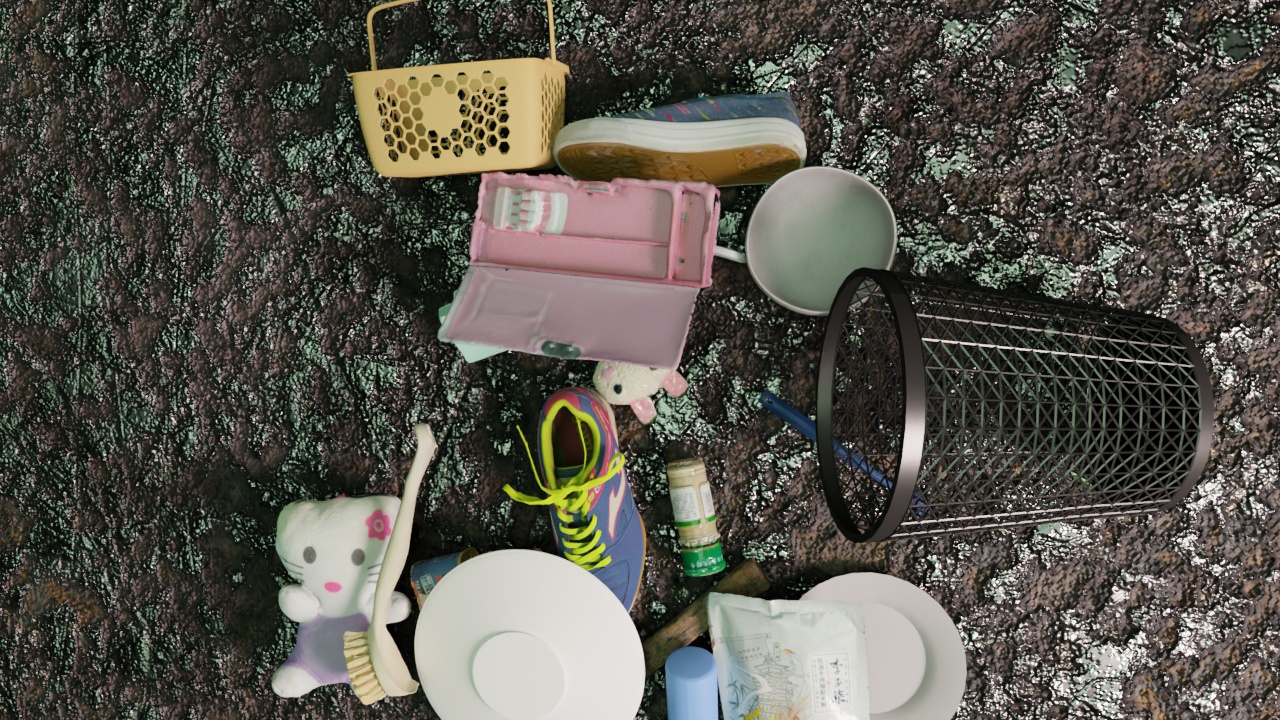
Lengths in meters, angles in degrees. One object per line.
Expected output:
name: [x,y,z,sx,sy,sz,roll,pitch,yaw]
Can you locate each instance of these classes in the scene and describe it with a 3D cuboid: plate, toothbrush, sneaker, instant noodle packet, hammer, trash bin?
plate: [-0.111,0.292,0.868,0.229,0.030,0.229,2,102,10]
toothbrush: [0.343,0.072,0.837,0.188,0.014,0.017,30,89,8]
sneaker: [0.037,-0.211,0.864,0.236,0.087,0.079,1,64,10]
plate: [0.215,0.284,0.865,0.173,0.019,0.173,0,92,11]
instant noodle packet: [0.142,0.348,0.846,0.147,0.057,0.269,-4,98,22]
sneaker: [-0.060,0.147,0.876,0.116,0.091,0.242,-9,91,8]
toothbrush: [0.192,0.088,0.864,0.190,0.017,0.016,36,97,8]
hammer: [-0.014,0.297,0.904,0.330,0.033,0.120,-40,83,9]
trash bin: [0.291,0.039,0.740,0.243,0.217,0.217,2,92,-5]

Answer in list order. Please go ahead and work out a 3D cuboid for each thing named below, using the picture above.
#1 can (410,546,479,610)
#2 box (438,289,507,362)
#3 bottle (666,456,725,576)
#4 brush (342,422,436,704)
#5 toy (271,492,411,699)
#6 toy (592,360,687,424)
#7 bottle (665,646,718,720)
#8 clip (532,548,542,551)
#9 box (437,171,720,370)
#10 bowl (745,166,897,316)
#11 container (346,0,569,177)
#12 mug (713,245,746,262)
can: [-0.187,0.244,0.922,0.059,0.054,0.100,-16,88,12]
box: [-0.099,-0.068,0.911,0.189,0.079,0.077,-20,128,11]
bottle: [0.052,0.149,0.880,0.043,0.042,0.110,-12,89,11]
brush: [-0.230,0.193,0.869,0.077,0.062,0.272,9,92,-19]
toy: [-0.297,0.233,0.926,0.137,0.085,0.209,4,95,-3]
toy: [-0.005,0.005,0.886,0.087,0.050,0.112,-31,92,10]
bottle: [0.050,0.338,0.873,0.048,0.048,0.131,2,115,10]
clip: [-0.123,0.207,0.926,0.057,0.022,0.035,-33,83,4]
box: [-0.053,-0.080,0.815,0.233,0.055,0.180,9,77,21]
bowl: [0.164,-0.107,0.839,0.132,0.064,0.132,0,92,11]
container: [-0.169,-0.262,0.867,0.183,0.129,0.167,-1,101,11]
mug: [0.040,-0.112,0.856,0.124,0.076,0.090,18,95,10]
